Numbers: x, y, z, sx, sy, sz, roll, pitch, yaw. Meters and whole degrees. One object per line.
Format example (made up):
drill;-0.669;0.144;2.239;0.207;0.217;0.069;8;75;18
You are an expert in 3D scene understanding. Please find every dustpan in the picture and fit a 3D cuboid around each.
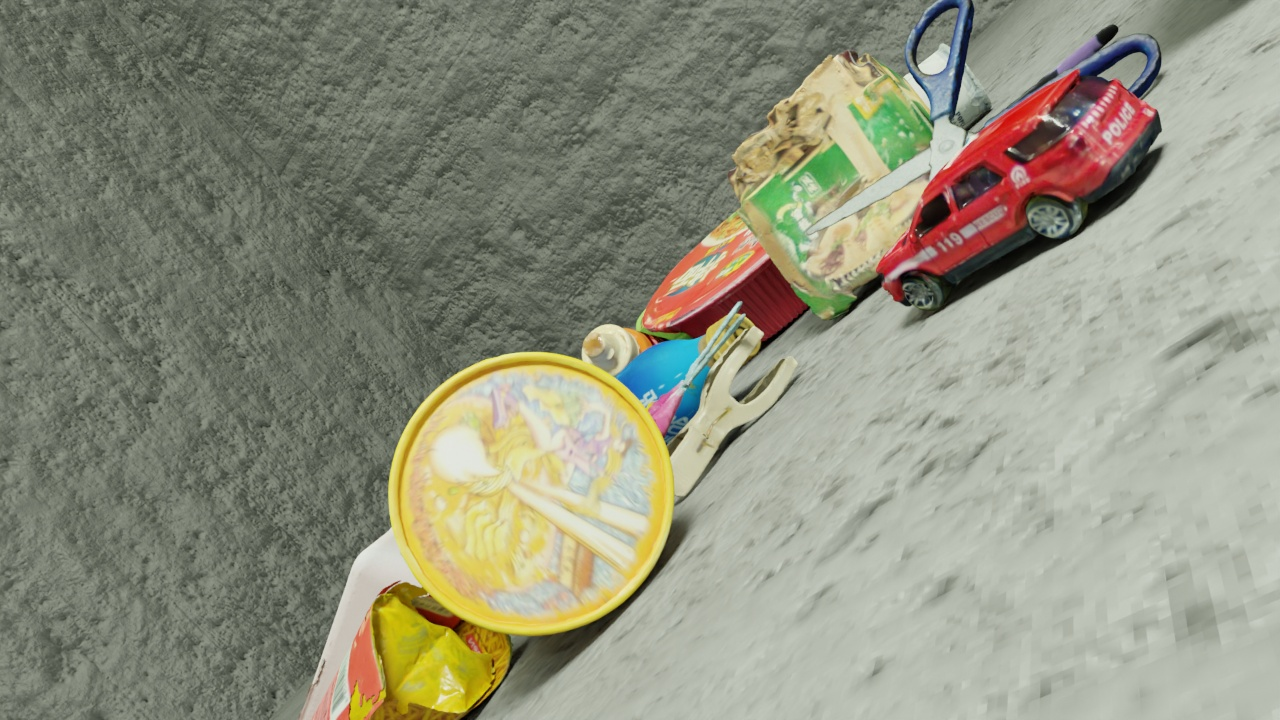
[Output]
dustpan;-0.147;0.217;0.682;0.222;0.139;0.273;-75;3;-84

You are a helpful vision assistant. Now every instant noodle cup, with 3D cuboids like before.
instant noodle cup;0.093;-0.071;0.726;0.194;0.066;0.193;-41;14;12
instant noodle cup;-0.052;0.068;0.432;0.118;0.118;0.115;-45;-6;-17

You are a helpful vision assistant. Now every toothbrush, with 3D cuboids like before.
toothbrush;0.238;-0.155;0.622;0.190;0.014;0.016;-42;10;36

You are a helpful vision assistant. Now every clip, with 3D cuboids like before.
clip;0.041;0.029;0.489;0.100;0.034;0.070;-49;4;-7

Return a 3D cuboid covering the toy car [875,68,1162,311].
toy car;0.134;-0.062;0.348;0.052;0.045;0.121;-43;-1;-31

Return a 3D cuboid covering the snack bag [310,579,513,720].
snack bag;-0.157;0.202;0.484;0.208;0.073;0.128;-48;-1;25

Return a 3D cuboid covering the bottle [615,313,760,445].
bottle;0.007;0.032;0.631;0.065;0.065;0.219;-46;3;-42

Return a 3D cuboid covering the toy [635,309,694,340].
toy;0.056;-0.046;0.920;0.226;0.090;0.247;-38;3;-20

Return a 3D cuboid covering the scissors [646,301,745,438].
scissors;0.020;0.020;0.507;0.134;0.017;0.133;-52;1;43

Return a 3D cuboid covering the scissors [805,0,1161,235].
scissors;0.154;-0.110;0.432;0.163;0.012;0.175;-10;61;32

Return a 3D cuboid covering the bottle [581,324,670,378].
bottle;-0.004;0.004;0.711;0.067;0.066;0.149;-44;-25;9

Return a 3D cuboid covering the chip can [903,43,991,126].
chip can;0.203;-0.185;0.830;0.215;0.071;0.071;-38;4;17

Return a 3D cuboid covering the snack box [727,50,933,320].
snack box;0.137;-0.109;0.546;0.118;0.117;0.105;-40;-9;38
